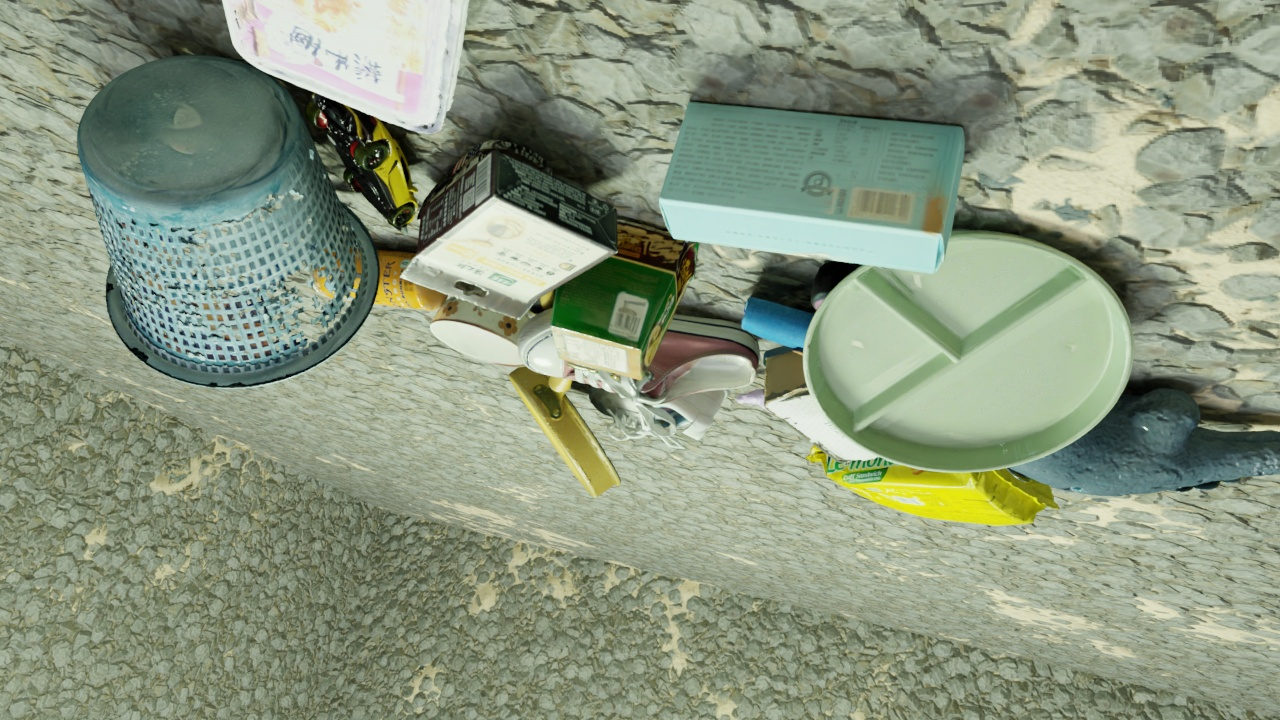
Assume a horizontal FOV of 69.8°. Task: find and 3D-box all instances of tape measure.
[{"bbox_3d":[0.164,-0.055,0.717,0.057,0.039,0.058,7,165,36],"label":"tape measure"}]

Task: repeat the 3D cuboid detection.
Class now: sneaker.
[{"bbox_3d":[0.012,0.062,1.090,0.089,0.090,0.243,28,159,-28],"label":"sneaker"},{"bbox_3d":[-0.005,0.005,0.887,0.241,0.087,0.118,5,137,5],"label":"sneaker"}]

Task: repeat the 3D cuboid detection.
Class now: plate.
[{"bbox_3d":[0.237,-0.002,0.684,0.230,0.027,0.231,8,133,9],"label":"plate"}]

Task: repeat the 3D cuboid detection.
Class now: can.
[{"bbox_3d":[-0.273,-0.087,0.963,0.146,0.058,0.058,7,159,25],"label":"can"}]

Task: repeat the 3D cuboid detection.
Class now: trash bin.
[{"bbox_3d":[-0.332,-0.120,0.730,0.226,0.226,0.195,17,149,0],"label":"trash bin"}]

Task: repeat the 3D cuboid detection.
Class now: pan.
[{"bbox_3d":[-0.088,0.042,1.080,0.197,0.078,0.358,51,169,22],"label":"pan"}]

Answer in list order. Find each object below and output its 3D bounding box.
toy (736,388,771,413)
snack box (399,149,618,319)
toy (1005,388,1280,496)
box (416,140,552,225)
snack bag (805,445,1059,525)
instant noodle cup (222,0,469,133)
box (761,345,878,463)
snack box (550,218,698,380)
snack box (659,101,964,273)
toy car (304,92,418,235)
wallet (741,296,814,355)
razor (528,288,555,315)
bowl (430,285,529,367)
[{"bbox_3d":[0.167,0.049,0.998,0.108,0.038,0.084,24,149,-39],"label":"toy"},{"bbox_3d":[-0.099,-0.090,0.693,0.113,0.053,0.126,20,149,-39],"label":"snack box"},{"bbox_3d":[0.372,0.055,0.775,0.356,0.091,0.138,17,149,-6],"label":"toy"},{"bbox_3d":[-0.129,-0.125,0.737,0.072,0.060,0.165,0,167,-32],"label":"box"},{"bbox_3d":[0.331,0.136,1.065,0.158,0.068,0.247,31,157,-36],"label":"snack bag"},{"bbox_3d":[-0.162,-0.212,0.520,0.138,0.060,0.174,20,162,-10],"label":"instant noodle cup"},{"bbox_3d":[0.191,0.040,0.904,0.090,0.062,0.184,-14,144,34],"label":"box"},{"bbox_3d":[-0.021,-0.051,0.781,0.118,0.105,0.118,14,160,6],"label":"snack box"},{"bbox_3d":[0.104,-0.108,0.565,0.175,0.074,0.052,11,160,18],"label":"snack box"},{"bbox_3d":[-0.213,-0.159,0.724,0.071,0.041,0.156,41,163,16],"label":"toy car"},{"bbox_3d":[0.151,-0.021,0.784,0.133,0.040,0.106,18,-179,6],"label":"wallet"},{"bbox_3d":[-0.103,-0.074,0.859,0.062,0.067,0.167,16,167,3],"label":"razor"},{"bbox_3d":[-0.162,-0.043,0.989,0.113,0.062,0.113,16,160,6],"label":"bowl"}]
